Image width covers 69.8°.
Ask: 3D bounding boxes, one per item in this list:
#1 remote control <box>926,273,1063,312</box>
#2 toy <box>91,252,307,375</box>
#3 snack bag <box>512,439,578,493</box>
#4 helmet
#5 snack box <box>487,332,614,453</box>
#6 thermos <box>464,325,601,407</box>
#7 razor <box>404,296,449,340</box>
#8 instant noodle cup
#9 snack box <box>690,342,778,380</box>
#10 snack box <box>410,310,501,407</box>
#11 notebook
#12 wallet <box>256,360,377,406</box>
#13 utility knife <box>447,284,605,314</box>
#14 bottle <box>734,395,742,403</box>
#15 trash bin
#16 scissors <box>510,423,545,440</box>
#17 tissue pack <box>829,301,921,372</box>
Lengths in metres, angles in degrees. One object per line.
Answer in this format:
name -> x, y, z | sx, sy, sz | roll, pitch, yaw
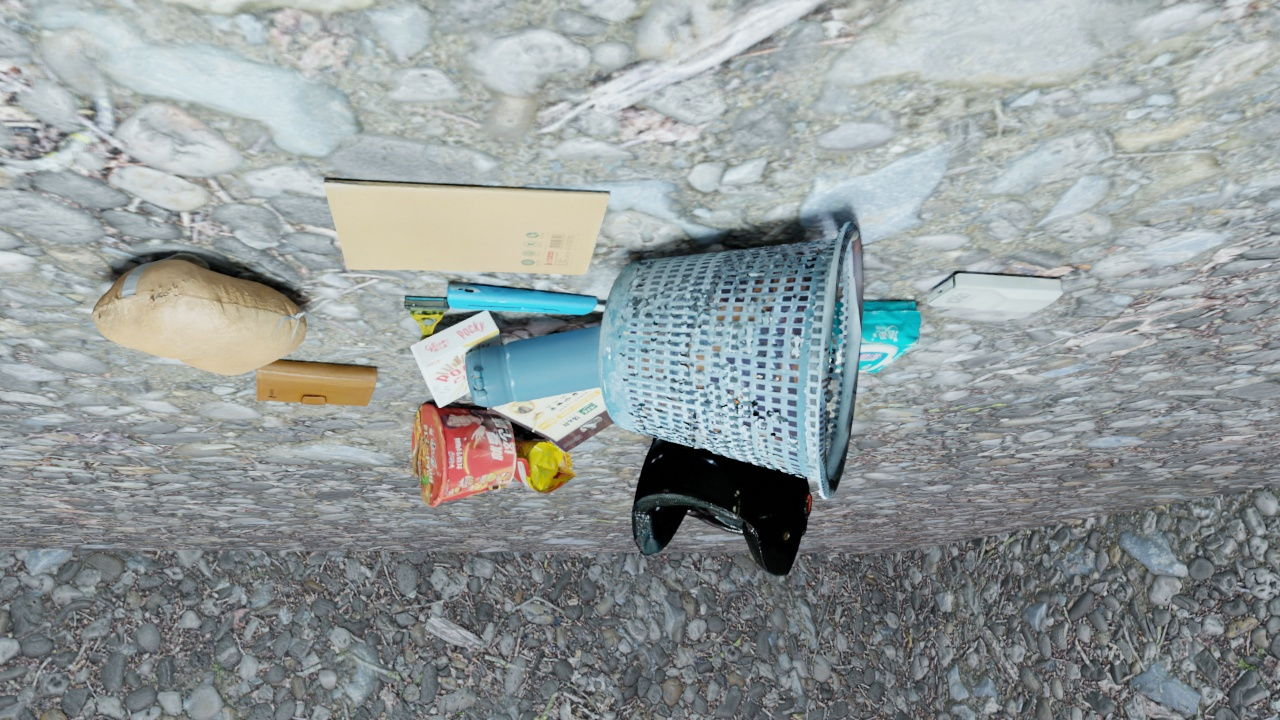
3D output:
remote control -> 0.349, -0.065, 0.899 | 0.125, 0.024, 0.049 | 2, 161, -13
toy -> -0.373, -0.028, 0.838 | 0.143, 0.082, 0.226 | -3, 166, 16
snack bag -> -0.190, 0.148, 1.374 | 0.128, 0.073, 0.208 | 21, 169, -35
helmet -> 0.122, 0.178, 1.291 | 0.234, 0.230, 0.274 | 3, 167, 34
snack box -> -0.090, 0.038, 1.032 | 0.113, 0.053, 0.125 | -33, 139, 25
thermos -> -0.066, -0.001, 0.924 | 0.220, 0.070, 0.070 | -10, 163, -5
razor -> -0.215, -0.032, 0.926 | 0.043, 0.028, 0.133 | -2, 164, -13
instant noodle cup -> -0.238, 0.123, 1.244 | 0.108, 0.137, 0.138 | -2, 164, -30
snack box -> 0.100, -0.015, 0.933 | 0.094, 0.077, 0.093 | -1, 162, -3
snack box -> -0.190, 0.001, 0.974 | 0.084, 0.027, 0.157 | -27, 167, -13
notebook -> -0.137, -0.103, 0.739 | 0.207, 0.008, 0.148 | 1, 161, -10
wallet -> -0.383, 0.029, 1.082 | 0.131, 0.031, 0.108 | 6, 159, -21
utility knife -> -0.086, -0.055, 0.883 | 0.203, 0.018, 0.034 | 3, 161, -20
bottle -> 0.065, 0.002, 1.019 | 0.149, 0.066, 0.067 | 21, 152, -37
trash bin -> 0.078, -0.008, 0.782 | 0.195, 0.226, 0.226 | 6, 165, 19
scissors -> -0.154, 0.097, 1.270 | 0.161, 0.021, 0.234 | 3, 172, 2
tissue pack -> 0.231, -0.020, 0.978 | 0.093, 0.050, 0.134 | -1, 162, -9
